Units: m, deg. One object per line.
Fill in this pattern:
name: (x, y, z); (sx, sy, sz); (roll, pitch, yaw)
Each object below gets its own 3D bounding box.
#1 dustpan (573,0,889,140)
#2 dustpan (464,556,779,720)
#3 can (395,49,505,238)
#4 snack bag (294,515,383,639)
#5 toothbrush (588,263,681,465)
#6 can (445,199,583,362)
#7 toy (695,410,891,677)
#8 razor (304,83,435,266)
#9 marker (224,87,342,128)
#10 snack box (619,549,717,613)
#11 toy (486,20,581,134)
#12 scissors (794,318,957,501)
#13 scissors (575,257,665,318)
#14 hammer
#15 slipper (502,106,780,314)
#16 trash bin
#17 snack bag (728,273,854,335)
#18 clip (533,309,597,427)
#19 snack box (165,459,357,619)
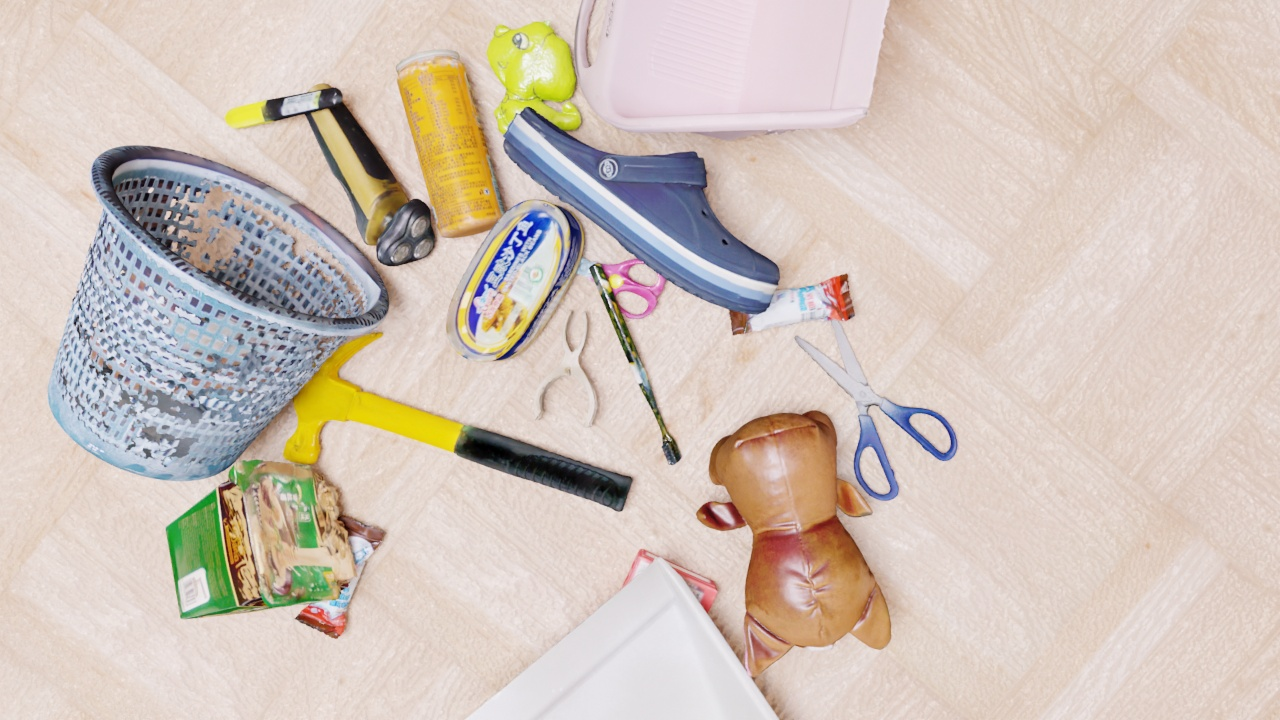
dustpan: (0.056, -0.270, 0.676); (0.138, 0.274, 0.222); (12, 83, -21)
dustpan: (0.025, 0.334, 0.706); (0.222, 0.143, 0.258); (-36, 114, -21)
can: (-0.158, -0.178, 0.765); (0.058, 0.058, 0.146); (-15, 92, 3)
snack bag: (-0.263, 0.190, 0.804); (0.045, 0.026, 0.105); (23, 91, 8)
toothbrush: (-0.005, 0.005, 0.782); (0.012, 0.017, 0.186); (-20, 98, 20)
can: (-0.105, -0.065, 0.767); (0.074, 0.049, 0.148); (34, 98, 7)
toy: (0.123, 0.145, 0.746); (0.140, 0.130, 0.199); (-16, 71, 4)
razor: (-0.231, -0.158, 0.773); (0.068, 0.062, 0.167); (-34, 86, 35)
marker: (-0.298, -0.211, 0.768); (0.124, 0.015, 0.018); (-3, 94, 25)
snack box: (0.002, 0.249, 0.798); (0.075, 0.025, 0.153); (24, 94, 0)
toy: (-0.088, -0.234, 0.773); (0.096, 0.031, 0.100); (24, 97, -3)
scissors: (0.194, 0.044, 0.788); (0.166, 0.012, 0.155); (19, 93, 2)
scissors: (-0.045, -0.079, 0.788); (0.133, 0.017, 0.054); (22, 102, 4)
hammer: (-0.153, 0.068, 0.791); (0.301, 0.033, 0.129); (19, 95, 1)
slipper: (0.010, -0.132, 0.734); (0.253, 0.105, 0.095); (34, 104, 3)
trash bin: (-0.346, -0.023, 0.718); (0.226, 0.226, 0.195); (38, 106, 0)
snack bag: (0.126, -0.047, 0.775); (0.104, 0.026, 0.048); (-6, 59, 1)
clip: (-0.072, 0.013, 0.785); (0.094, 0.035, 0.102); (-17, 88, 2)
snack box: (-0.318, 0.157, 0.751); (0.106, 0.117, 0.118); (-24, 72, 15)
